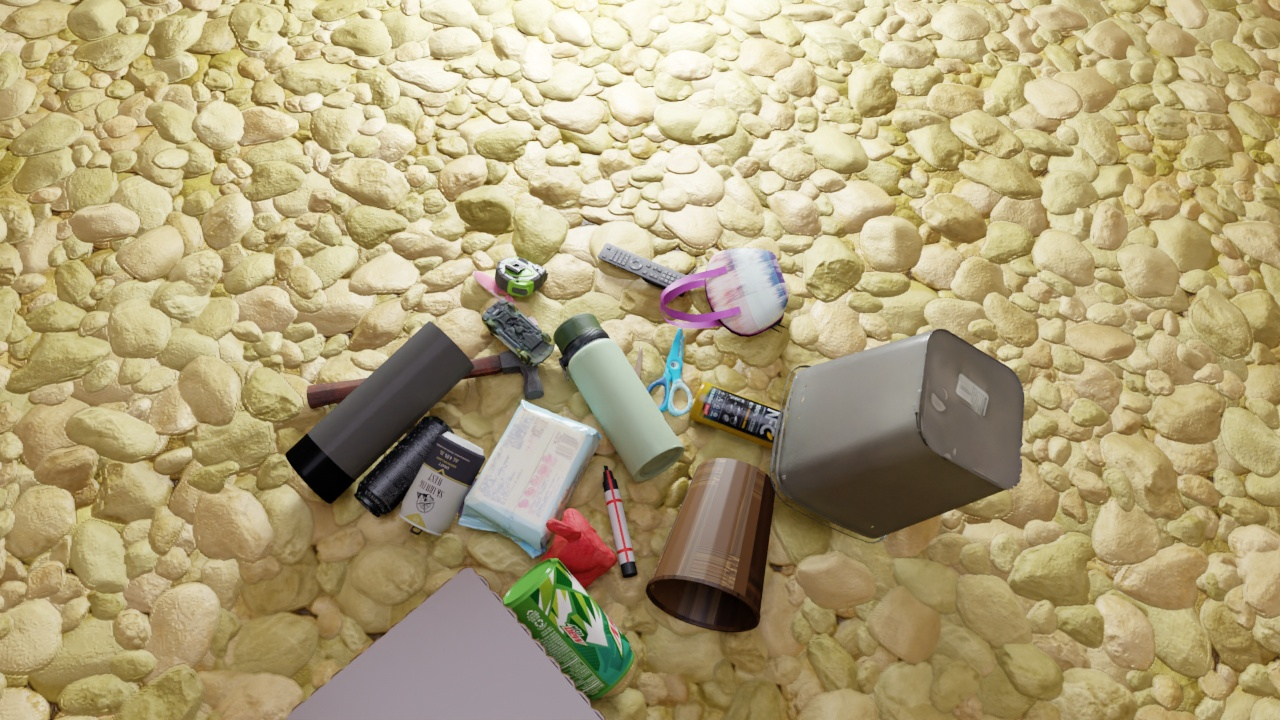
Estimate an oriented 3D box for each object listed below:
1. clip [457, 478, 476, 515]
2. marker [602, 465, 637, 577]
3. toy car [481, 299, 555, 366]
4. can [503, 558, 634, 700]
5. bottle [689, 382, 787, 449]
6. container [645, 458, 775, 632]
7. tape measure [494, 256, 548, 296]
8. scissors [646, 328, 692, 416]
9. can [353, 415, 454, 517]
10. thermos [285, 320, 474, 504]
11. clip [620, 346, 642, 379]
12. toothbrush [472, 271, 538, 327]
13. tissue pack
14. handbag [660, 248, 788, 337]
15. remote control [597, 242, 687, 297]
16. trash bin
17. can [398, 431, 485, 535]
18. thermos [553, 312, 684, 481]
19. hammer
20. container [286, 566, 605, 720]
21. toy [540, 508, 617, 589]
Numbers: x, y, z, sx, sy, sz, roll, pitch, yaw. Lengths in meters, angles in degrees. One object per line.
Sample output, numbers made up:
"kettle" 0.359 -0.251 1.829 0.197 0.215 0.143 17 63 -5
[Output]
"clip" -0.214 0.169 1.147 0.014 0.041 0.052 13 94 5
"marker" -0.028 0.196 1.138 0.019 0.019 0.145 -10 63 -9
"toy car" -0.162 -0.034 1.215 0.105 0.033 0.047 41 62 11
"can" -0.080 0.298 1.019 0.082 0.083 0.144 -42 97 -22
"bottle" 0.159 0.084 1.189 0.186 0.053 0.053 20 62 8
"container" 0.092 0.212 1.081 0.132 0.132 0.166 16 56 6
"tape measure" -0.171 -0.120 1.284 0.065 0.036 0.058 26 45 10
"scissors" 0.045 0.014 1.245 0.066 0.015 0.134 9 64 4
"can" -0.290 0.130 1.139 0.054 0.054 0.137 35 65 15
"thermos" -0.322 0.062 1.137 0.082 0.082 0.240 41 76 17
"clip" -0.006 0.007 1.240 0.039 0.024 0.060 -19 74 -10
"toothbrush" -0.189 -0.085 1.282 0.135 0.016 0.021 42 53 17
"tissue pack" -0.135 0.145 1.132 0.112 0.070 0.181 23 65 9
"handbag" 0.112 -0.088 1.273 0.170 0.068 0.144 -12 64 -7
"remote control" 0.005 -0.130 1.318 0.136 0.015 0.032 24 63 9
"trash bin" 0.301 0.084 1.066 0.197 0.221 0.197 27 61 -20
"can" -0.242 0.154 1.109 0.064 0.064 0.127 26 83 11
"thermos" -0.037 0.043 1.188 0.082 0.082 0.231 -26 67 -16
"hammer" -0.286 0.022 1.214 0.300 0.028 0.111 -10 64 -8
"container" -0.167 0.391 0.913 0.219 0.214 0.251 -39 70 -21
"toy" -0.084 0.229 1.061 0.094 0.133 0.088 -41 61 -12
